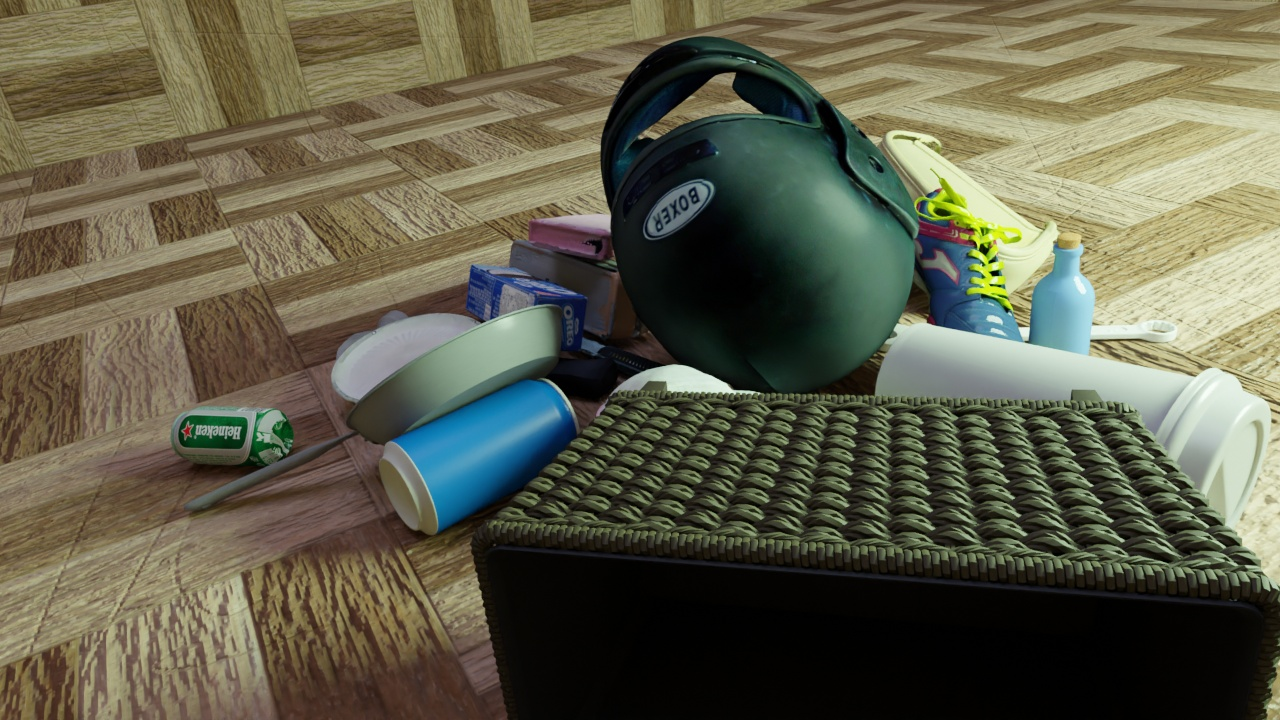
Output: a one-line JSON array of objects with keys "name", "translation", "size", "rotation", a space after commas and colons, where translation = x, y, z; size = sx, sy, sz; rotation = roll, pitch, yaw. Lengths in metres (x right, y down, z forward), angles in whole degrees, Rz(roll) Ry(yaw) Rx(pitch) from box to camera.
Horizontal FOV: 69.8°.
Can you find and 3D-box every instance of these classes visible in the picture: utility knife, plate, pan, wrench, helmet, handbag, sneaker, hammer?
[{"name": "utility knife", "translation": [-0.005, 0.005, 0.893], "size": [0.028, 0.020, 0.213], "rotation": [-26, 33, -34]}, {"name": "plate", "translation": [-0.225, 0.000, 0.902], "size": [0.157, 0.014, 0.156], "rotation": [-7, 33, 5]}, {"name": "pan", "translation": [-0.216, 0.054, 0.769], "size": [0.356, 0.051, 0.201], "rotation": [-30, -7, -1]}, {"name": "wrench", "translation": [0.354, -0.025, 0.866], "size": [0.274, 0.009, 0.047], "rotation": [-1, 28, 13]}, {"name": "helmet", "translation": [0.088, -0.112, 0.780], "size": [0.250, 0.316, 0.235], "rotation": [-31, 18, 30]}, {"name": "handbag", "translation": [0.328, -0.157, 0.985], "size": [0.190, 0.089, 0.233], "rotation": [-13, 50, -37]}, {"name": "sneaker", "translation": [0.280, -0.075, 0.786], "size": [0.116, 0.091, 0.241], "rotation": [18, 32, -18]}, {"name": "hammer", "translation": [-0.169, 0.002, 0.931], "size": [0.313, 0.035, 0.139], "rotation": [5, 31, 23]}]

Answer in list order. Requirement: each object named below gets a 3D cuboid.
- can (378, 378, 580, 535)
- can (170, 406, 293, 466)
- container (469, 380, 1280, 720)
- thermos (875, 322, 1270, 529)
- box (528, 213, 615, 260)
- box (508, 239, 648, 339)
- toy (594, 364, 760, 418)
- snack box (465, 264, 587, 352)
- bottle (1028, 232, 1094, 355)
[{"name": "can", "translation": [-0.126, 0.073, 0.728], "size": [0.145, 0.079, 0.079], "rotation": [-26, 32, -32]}, {"name": "can", "translation": [-0.368, 0.068, 0.830], "size": [0.101, 0.053, 0.053], "rotation": [1, 28, 15]}, {"name": "container", "translation": [0.110, 0.115, 0.487], "size": [0.321, 0.177, 0.204], "rotation": [1, 25, 16]}, {"name": "thermos", "translation": [0.274, 0.043, 0.616], "size": [0.131, 0.132, 0.222], "rotation": [-27, 34, -32]}, {"name": "box", "translation": [-0.045, -0.144, 1.036], "size": [0.098, 0.037, 0.232], "rotation": [15, 14, 14]}, {"name": "box", "translation": [-0.075, -0.083, 1.016], "size": [0.062, 0.081, 0.216], "rotation": [-8, 21, -38]}, {"name": "toy", "translation": [0.053, 0.057, 0.704], "size": [0.179, 0.102, 0.138], "rotation": [-1, 35, -27]}, {"name": "snack box", "translation": [-0.125, -0.059, 0.961], "size": [0.059, 0.059, 0.226], "rotation": [4, 10, -26]}, {"name": "bottle", "translation": [0.353, -0.043, 0.767], "size": [0.048, 0.131, 0.048], "rotation": [-6, 27, 3]}]
